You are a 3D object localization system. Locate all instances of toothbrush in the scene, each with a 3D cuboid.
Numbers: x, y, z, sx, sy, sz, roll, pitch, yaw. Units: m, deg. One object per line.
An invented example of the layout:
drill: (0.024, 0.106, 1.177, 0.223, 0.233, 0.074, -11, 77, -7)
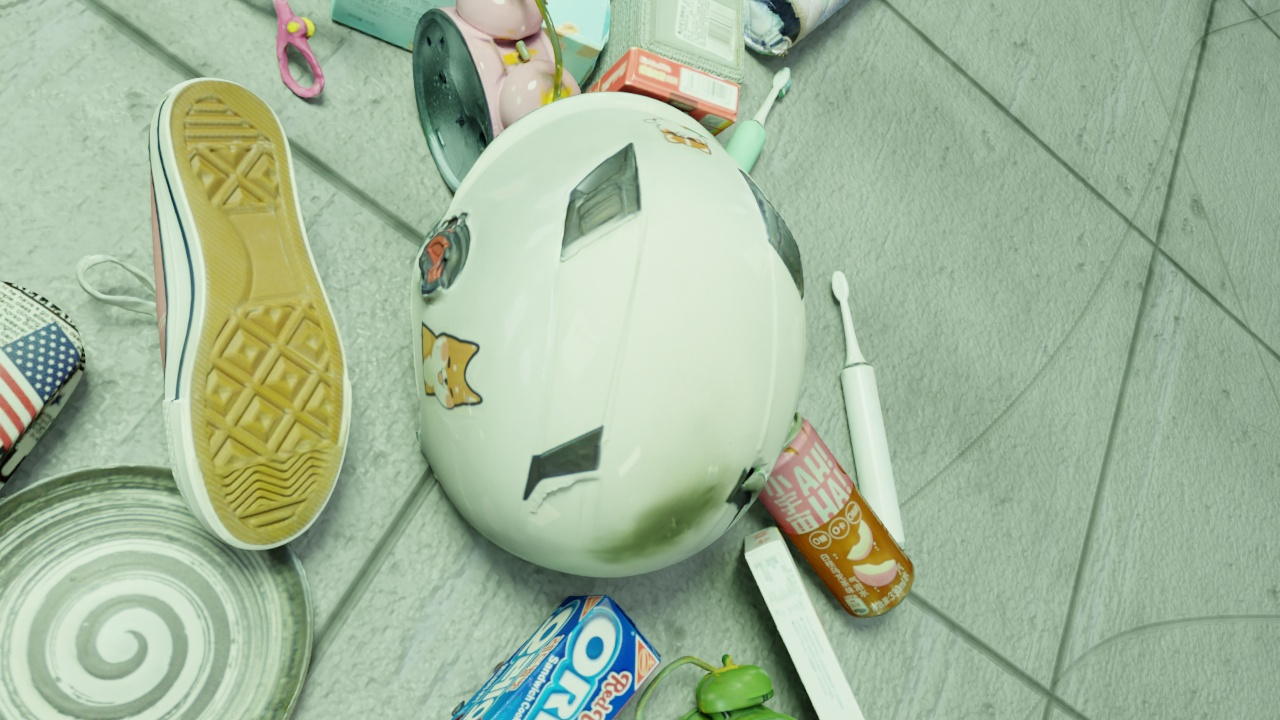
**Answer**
toothbrush: (0.169, 0.035, 0.700, 0.026, 0.027, 0.220, 30, 51, -65)
toothbrush: (0.076, -0.157, 0.717, 0.223, 0.026, 0.027, -62, 144, -28)

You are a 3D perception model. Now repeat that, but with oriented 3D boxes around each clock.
clock: (-0.086, -0.167, 0.560, 0.059, 0.159, 0.117, -20, 85, -27)
clock: (0.057, 0.253, 0.552, 0.115, 0.056, 0.161, -41, 94, -32)

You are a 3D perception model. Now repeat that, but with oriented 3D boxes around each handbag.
handbag: (0.132, -0.355, 0.783, 0.134, 0.076, 0.193, 48, 60, -6)

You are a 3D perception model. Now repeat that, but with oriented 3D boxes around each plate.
plate: (-0.256, 0.140, 0.450, 0.179, 0.024, 0.179, 10, 68, -25)

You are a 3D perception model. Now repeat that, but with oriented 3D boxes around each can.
can: (0.125, 0.105, 0.623, 0.147, 0.058, 0.057, 52, 58, -14)

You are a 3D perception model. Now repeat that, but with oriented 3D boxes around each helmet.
helmet: (-0.003, 0.003, 0.496, 0.229, 0.157, 0.274, 9, 107, -27)

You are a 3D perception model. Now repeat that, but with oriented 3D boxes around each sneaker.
sneaker: (-0.219, -0.021, 0.485, 0.118, 0.088, 0.241, -8, 87, -43)

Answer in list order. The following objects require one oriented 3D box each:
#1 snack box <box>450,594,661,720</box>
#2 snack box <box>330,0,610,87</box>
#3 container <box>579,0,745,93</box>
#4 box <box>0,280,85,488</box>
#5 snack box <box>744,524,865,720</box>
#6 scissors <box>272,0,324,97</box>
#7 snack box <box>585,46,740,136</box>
snack box: (-0.079, 0.216, 0.495, 0.207, 0.058, 0.057, -42, 97, -31)
snack box: (-0.113, -0.238, 0.617, 0.174, 0.074, 0.051, 16, 65, -22)
container: (0.013, -0.210, 0.650, 0.090, 0.115, 0.090, 10, 68, -23)
box: (-0.319, 0.034, 0.408, 0.075, 0.083, 0.163, 23, 57, 4)
snack box: (0.110, 0.185, 0.587, 0.027, 0.084, 0.156, -24, 85, 4)
scissors: (-0.215, -0.233, 0.561, 0.133, 0.130, 0.017, 66, 22, -9)
snack box: (-0.006, -0.150, 0.597, 0.075, 0.153, 0.025, 12, 77, -24)
